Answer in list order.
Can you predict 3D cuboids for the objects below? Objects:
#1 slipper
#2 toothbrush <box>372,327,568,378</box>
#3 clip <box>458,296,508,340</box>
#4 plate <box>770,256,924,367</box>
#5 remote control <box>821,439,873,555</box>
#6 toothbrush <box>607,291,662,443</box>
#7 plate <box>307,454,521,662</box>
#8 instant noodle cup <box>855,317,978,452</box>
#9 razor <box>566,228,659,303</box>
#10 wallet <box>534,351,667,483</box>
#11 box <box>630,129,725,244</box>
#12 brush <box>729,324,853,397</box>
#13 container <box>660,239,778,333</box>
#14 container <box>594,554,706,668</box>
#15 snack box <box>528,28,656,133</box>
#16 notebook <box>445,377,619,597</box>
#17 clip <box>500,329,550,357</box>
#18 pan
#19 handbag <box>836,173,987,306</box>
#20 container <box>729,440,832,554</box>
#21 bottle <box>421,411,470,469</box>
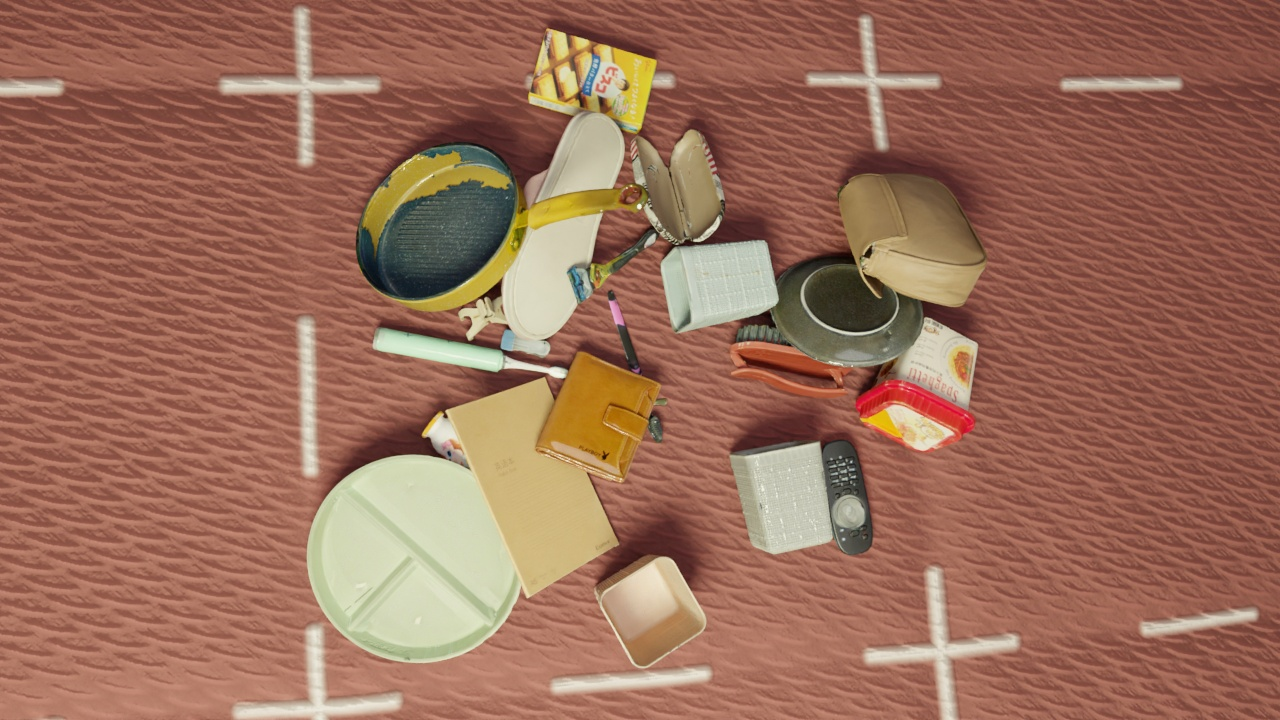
[{"bbox_3d":[-0.094,-0.155,1.047,0.114,0.054,0.274,24,83,-43],"label":"slipper"},{"bbox_3d":[-0.191,-0.005,1.044,0.224,0.027,0.026,11,104,-7],"label":"toothbrush"},{"bbox_3d":[-0.180,-0.047,1.027,0.098,0.099,0.035,-20,88,18],"label":"clip"},{"bbox_3d":[0.243,-0.067,1.075,0.179,0.024,0.179,0,50,0],"label":"plate"},{"bbox_3d":[0.243,0.162,1.092,0.053,0.024,0.136,-9,85,-12],"label":"remote control"},{"bbox_3d":[-0.006,0.006,1.077,0.014,0.018,0.189,-16,84,-19],"label":"toothbrush"},{"bbox_3d":[-0.238,0.211,0.983,0.230,0.027,0.230,0,98,-2],"label":"plate"},{"bbox_3d":[0.334,0.027,1.086,0.116,0.117,0.124,27,67,-5],"label":"instant noodle cup"},{"bbox_3d":[-0.024,-0.116,1.066,0.142,0.022,0.043,-37,128,-32],"label":"razor"},{"bbox_3d":[-0.040,0.066,1.030,0.119,0.035,0.130,19,62,4],"label":"wallet"},{"bbox_3d":[0.039,-0.207,1.056,0.085,0.075,0.161,13,49,-32],"label":"box"},{"bbox_3d":[0.176,0.002,1.082,0.146,0.063,0.069,10,68,-6],"label":"brush"},{"bbox_3d":[0.093,-0.088,1.070,0.111,0.090,0.090,-9,85,-13],"label":"container"},{"bbox_3d":[0.004,0.265,0.997,0.090,0.111,0.090,-30,88,-12],"label":"container"},{"bbox_3d":[-0.057,-0.336,1.105,0.140,0.034,0.087,15,81,-8],"label":"snack box"},{"bbox_3d":[-0.115,0.132,1.000,0.149,0.012,0.211,-20,84,-51],"label":"notebook"},{"bbox_3d":[-0.132,-0.019,1.058,0.057,0.028,0.024,13,85,-8],"label":"clip"},{"bbox_3d":[-0.149,-0.149,0.959,0.358,0.078,0.197,3,69,22],"label":"pan"},{"bbox_3d":[0.310,-0.140,1.071,0.147,0.100,0.204,10,38,-6],"label":"handbag"},{"bbox_3d":[0.163,0.155,1.050,0.090,0.090,0.114,-10,88,-10],"label":"container"},{"bbox_3d":[-0.188,0.101,1.013,0.108,0.063,0.063,37,79,-2],"label":"bottle"}]
